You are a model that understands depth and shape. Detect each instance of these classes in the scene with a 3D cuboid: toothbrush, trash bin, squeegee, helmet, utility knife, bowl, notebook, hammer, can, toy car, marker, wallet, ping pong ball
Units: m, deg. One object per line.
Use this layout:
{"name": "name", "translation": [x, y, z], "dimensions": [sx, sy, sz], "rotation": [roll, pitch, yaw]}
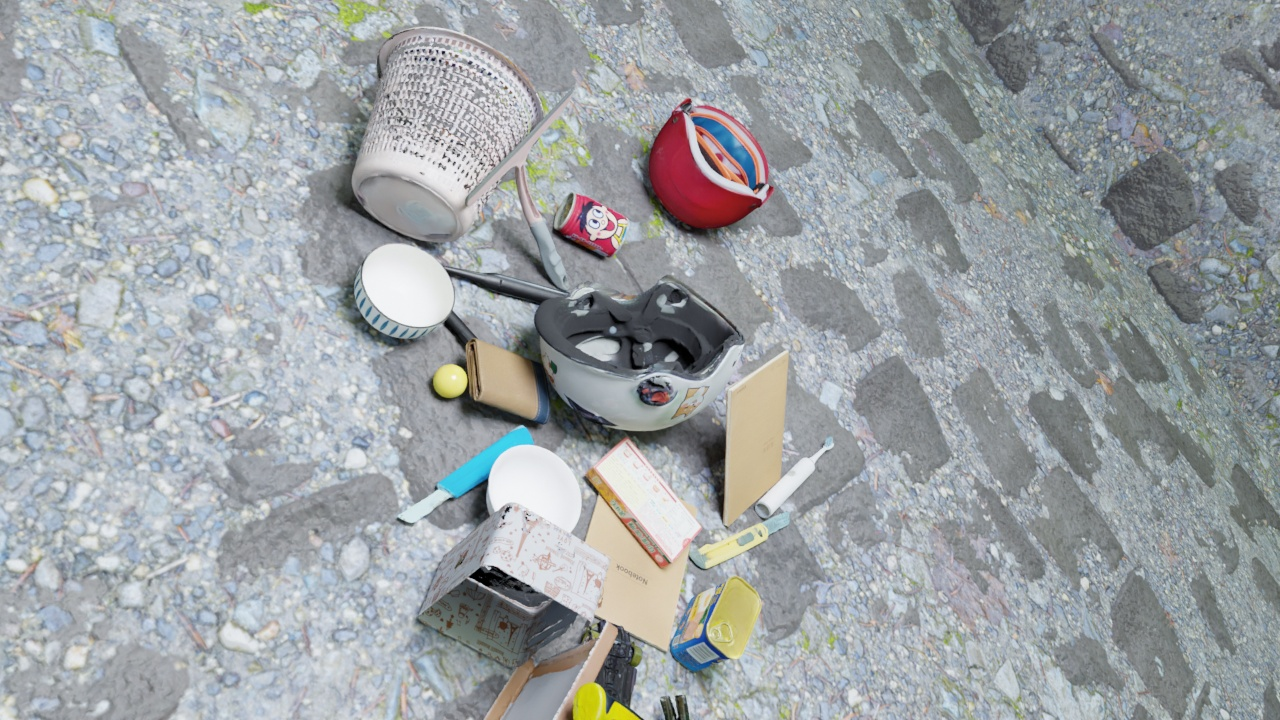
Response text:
{"name": "toothbrush", "translation": [0.237, 0.170, 1.372], "dimensions": [0.027, 0.026, 0.220], "rotation": [18, 34, 32]}
{"name": "trash bin", "translation": [-0.256, -0.266, 1.154], "dimensions": [0.227, 0.228, 0.191], "rotation": [28, 62, -21]}
{"name": "toothbrush", "translation": [-0.190, -0.103, 1.214], "dimensions": [0.212, 0.026, 0.027], "rotation": [13, 17, -31]}
{"name": "squeegee", "translation": [-0.137, -0.190, 1.214], "dimensions": [0.040, 0.250, 0.246], "rotation": [14, 50, 26]}
{"name": "helmet", "translation": [0.103, -0.307, 1.495], "dimensions": [0.207, 0.144, 0.239], "rotation": [45, 31, -6]}
{"name": "utility knife", "translation": [0.142, 0.246, 1.264], "dimensions": [0.206, 0.021, 0.031], "rotation": [-13, 77, -47]}
{"name": "bowl", "translation": [-0.135, 0.164, 1.060], "dimensions": [0.118, 0.065, 0.118], "rotation": [20, 52, -28]}
{"name": "notebook", "translation": [0.159, 0.105, 1.264], "dimensions": [0.149, 0.012, 0.212], "rotation": [-30, 128, -45]}
{"name": "notebook", "translation": [-0.004, 0.241, 1.154], "dimensions": [0.147, 0.008, 0.207], "rotation": [32, 48, -18]}
{"name": "hammer", "translation": [0.002, 0.376, 0.921], "dimensions": [0.323, 0.032, 0.126], "rotation": [60, 27, -53]}
{"name": "helmet", "translation": [-0.007, 0.007, 1.187], "dimensions": [0.273, 0.157, 0.230], "rotation": [-12, 38, -28]}
{"name": "bowl", "translation": [-0.287, -0.074, 1.093], "dimensions": [0.116, 0.066, 0.116], "rotation": [20, 53, -29]}
{"name": "utility knife", "translation": [-0.198, 0.133, 1.064], "dimensions": [0.034, 0.018, 0.203], "rotation": [45, 44, 11]}
{"name": "can", "translation": [-0.072, -0.198, 1.338], "dimensions": [0.093, 0.067, 0.066], "rotation": [24, 51, -24]}
{"name": "toy car", "translation": [-0.042, 0.367, 1.019], "dimensions": [0.070, 0.042, 0.157], "rotation": [27, 48, -21]}
{"name": "marker", "translation": [-0.245, -0.059, 1.149], "dimensions": [0.132, 0.020, 0.022], "rotation": [49, 25, -3]}
{"name": "wallet", "translation": [-0.162, 0.027, 1.128], "dimensions": [0.115, 0.033, 0.090], "rotation": [25, 44, -47]}
{"name": "can", "translation": [0.091, 0.323, 1.121], "dimensions": [0.057, 0.083, 0.101], "rotation": [42, 46, -8]}
{"name": "ping pong ball", "translation": [-0.227, 0.025, 1.094], "dimensions": [0.040, 0.040, 0.040], "rotation": [19, 53, -28]}

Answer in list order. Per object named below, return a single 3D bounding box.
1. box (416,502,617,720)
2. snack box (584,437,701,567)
{"name": "box", "translation": [-0.136, 0.283, 0.907], "dimensions": [0.157, 0.184, 0.193], "rotation": [34, 44, -15]}
{"name": "snack box", "translation": [0.005, 0.180, 1.173], "dimensions": [0.156, 0.027, 0.076], "rotation": [51, 45, 0]}
